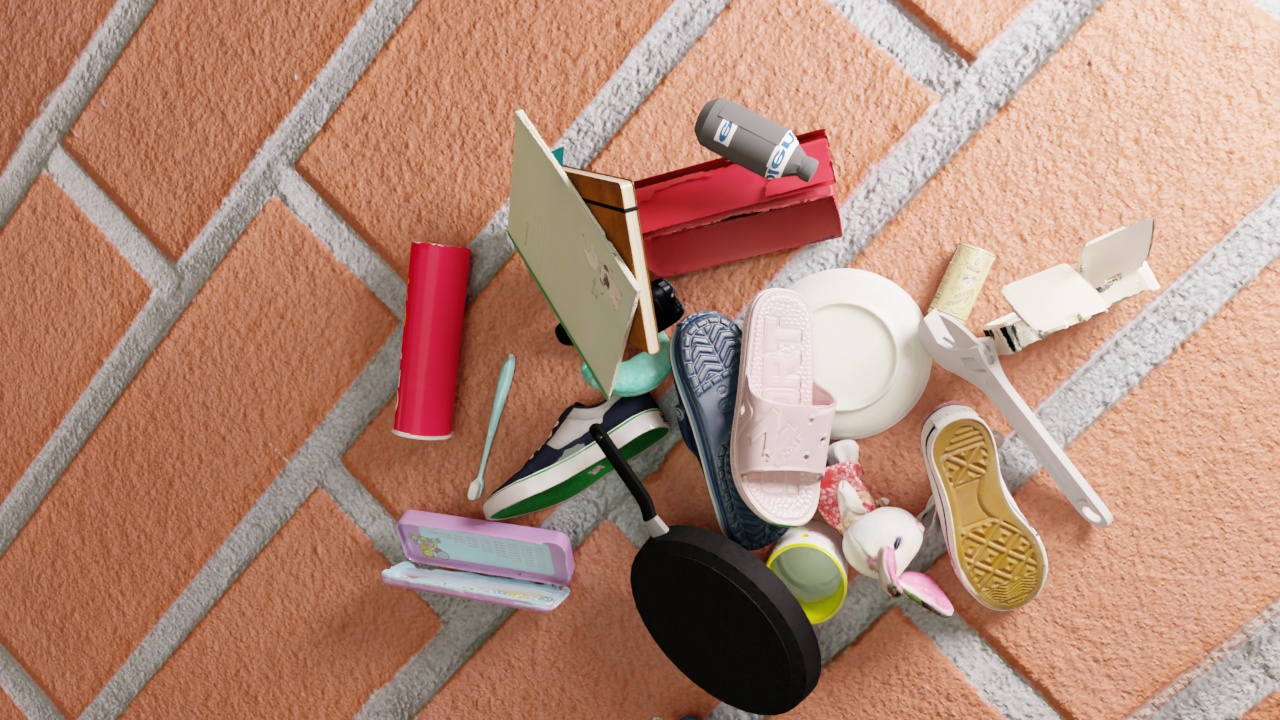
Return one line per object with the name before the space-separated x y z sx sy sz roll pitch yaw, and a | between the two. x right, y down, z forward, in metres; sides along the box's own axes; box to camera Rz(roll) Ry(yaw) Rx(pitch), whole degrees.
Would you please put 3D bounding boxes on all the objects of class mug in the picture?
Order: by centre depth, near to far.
mug | 0.173 0.216 0.947 0.083 0.106 0.082 1 95 15

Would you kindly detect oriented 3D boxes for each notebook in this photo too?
notebook | -0.060 -0.120 0.919 0.014 0.249 0.178 -20 114 -23
notebook | -0.077 -0.104 0.932 0.010 0.182 0.252 -20 61 -24

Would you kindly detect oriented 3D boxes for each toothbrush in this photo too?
toothbrush | -0.174 0.079 1.076 0.016 0.016 0.181 18 98 13

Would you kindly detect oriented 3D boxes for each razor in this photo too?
razor | -0.025 -0.049 1.012 0.152 0.067 0.054 -15 122 28

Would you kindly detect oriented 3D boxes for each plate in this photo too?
plate | 0.210 -0.005 0.957 0.182 0.034 0.182 1 94 15

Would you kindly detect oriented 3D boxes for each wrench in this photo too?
wrench | 0.369 0.059 0.905 0.018 0.087 0.273 -41 97 -12

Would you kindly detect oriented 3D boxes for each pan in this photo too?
pan | 0.043 0.218 0.948 0.356 0.034 0.226 56 141 -2

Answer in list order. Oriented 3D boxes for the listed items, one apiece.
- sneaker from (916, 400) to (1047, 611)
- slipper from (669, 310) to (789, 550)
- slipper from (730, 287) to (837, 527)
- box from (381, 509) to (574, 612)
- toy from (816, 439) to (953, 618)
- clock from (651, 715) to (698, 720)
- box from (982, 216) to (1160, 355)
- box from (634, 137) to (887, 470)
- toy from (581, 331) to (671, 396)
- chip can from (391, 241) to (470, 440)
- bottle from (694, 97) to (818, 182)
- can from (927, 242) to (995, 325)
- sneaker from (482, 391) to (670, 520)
sneaker | 0.329 0.140 0.913 0.118 0.087 0.241 -24 110 3
slipper | 0.096 0.070 0.966 0.105 0.095 0.253 -20 95 -19
slipper | 0.142 0.044 0.901 0.094 0.064 0.239 2 85 -16
box | -0.185 0.236 1.059 0.214 0.077 0.096 6 65 14
toy | 0.233 0.167 0.917 0.084 0.159 0.194 -39 45 16
clock | 0.074 0.441 0.987 0.161 0.117 0.060 33 91 6
box | 0.386 -0.065 0.824 0.143 0.191 0.069 -26 86 8
box | 0.103 -0.050 0.868 0.214 0.153 0.324 -13 61 13
toy | -0.006 0.006 0.985 0.105 0.085 0.033 -30 130 -16
chip can | -0.241 -0.023 1.057 0.069 0.069 0.220 9 96 14
bottle | 0.102 -0.188 0.799 0.112 0.047 0.047 29 101 8
can | 0.321 -0.075 0.920 0.038 0.038 0.079 24 100 12
sneaker | -0.083 0.100 1.025 0.236 0.084 0.079 -32 69 13
